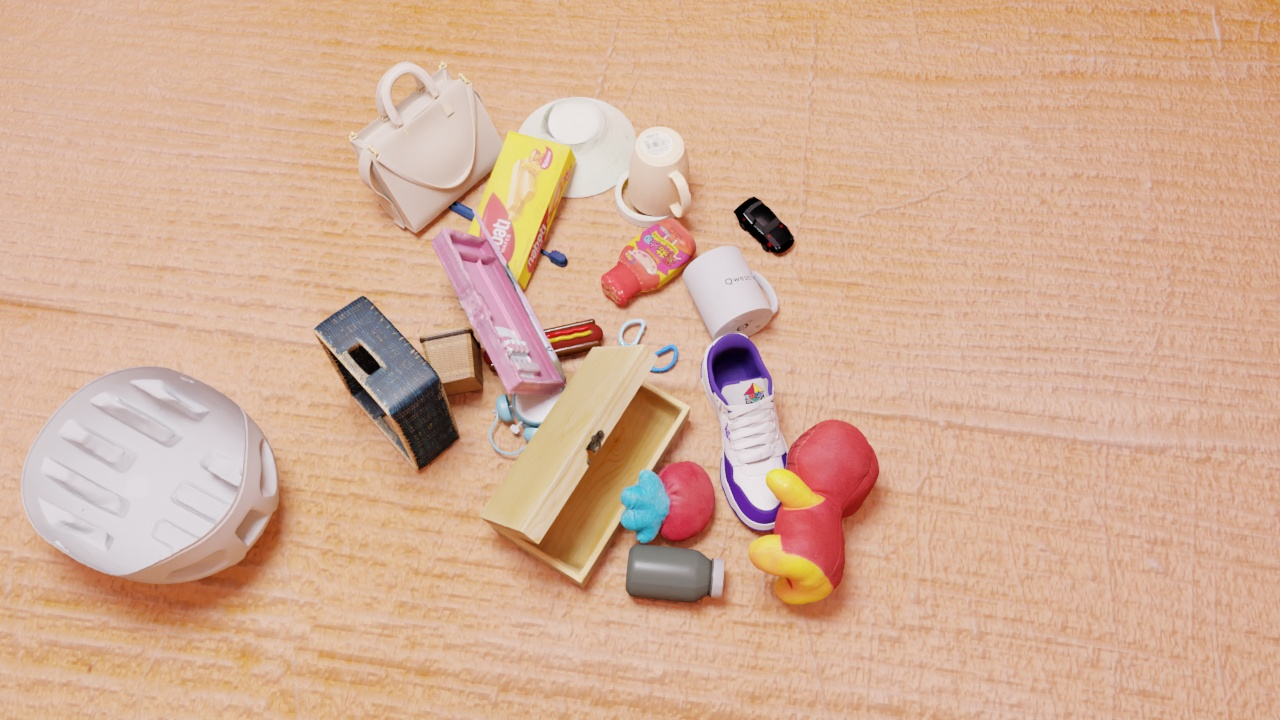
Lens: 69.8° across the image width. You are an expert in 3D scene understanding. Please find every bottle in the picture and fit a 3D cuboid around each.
[{"bbox_3d":[0.008,-0.128,1.214,0.134,0.048,0.071,-40,74,-15],"label":"bottle"},{"bbox_3d":[0.039,0.243,1.045,0.108,0.060,0.060,5,66,3],"label":"bottle"}]

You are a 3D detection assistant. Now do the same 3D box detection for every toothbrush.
[{"bbox_3d":[-0.181,-0.176,1.252,0.190,0.017,0.016,28,70,12],"label":"toothbrush"}]

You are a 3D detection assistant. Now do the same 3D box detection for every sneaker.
[{"bbox_3d":[0.131,0.074,1.091,0.092,0.111,0.244,-12,67,-5],"label":"sneaker"}]

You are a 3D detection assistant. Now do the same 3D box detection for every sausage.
[{"bbox_3d":[-0.124,-0.019,1.172,0.155,0.040,0.040,-13,67,-5],"label":"sausage"}]

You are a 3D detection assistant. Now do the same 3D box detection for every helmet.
[{"bbox_3d":[-0.547,0.131,1.028,0.282,0.184,0.223,22,62,2],"label":"helmet"}]

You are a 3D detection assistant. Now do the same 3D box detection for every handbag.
[{"bbox_3d":[-0.289,-0.299,1.203,0.101,0.198,0.194,35,70,30],"label":"handbag"}]

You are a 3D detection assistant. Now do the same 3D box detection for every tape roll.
[{"bbox_3d":[0.012,-0.229,1.274,0.094,0.019,0.094,0,66,0],"label":"tape roll"}]

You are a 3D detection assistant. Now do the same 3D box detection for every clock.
[{"bbox_3d":[-0.136,0.066,1.138,0.087,0.042,0.123,39,77,16],"label":"clock"}]

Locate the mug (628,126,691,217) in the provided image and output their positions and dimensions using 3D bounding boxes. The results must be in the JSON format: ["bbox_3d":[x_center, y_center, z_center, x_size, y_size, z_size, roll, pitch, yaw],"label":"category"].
[{"bbox_3d":[0.033,-0.242,1.211,0.085,0.104,0.111,-28,68,-11],"label":"mug"}]

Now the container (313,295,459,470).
[{"bbox_3d":[-0.289,0.030,1.070,0.071,0.188,0.145,-40,72,-20],"label":"container"}]

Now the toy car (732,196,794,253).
[{"bbox_3d":[0.169,-0.185,1.245,0.042,0.036,0.091,-38,71,-15],"label":"toy car"}]

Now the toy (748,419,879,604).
[{"bbox_3d":[0.203,0.163,1.038,0.099,0.147,0.215,10,58,33],"label":"toy"}]

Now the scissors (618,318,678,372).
[{"bbox_3d":[-0.019,-0.002,1.177,0.131,0.018,0.109,-28,70,-9],"label":"scissors"}]

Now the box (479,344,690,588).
[{"bbox_3d":[-0.067,0.110,1.067,0.142,0.179,0.248,21,68,30],"label":"box"}]

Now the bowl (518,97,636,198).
[{"bbox_3d":[-0.092,-0.318,1.293,0.176,0.058,0.176,0,66,0],"label":"bowl"}]

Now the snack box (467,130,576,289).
[{"bbox_3d":[-0.165,-0.201,1.225,0.092,0.042,0.200,18,80,12],"label":"snack box"}]

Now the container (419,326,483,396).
[{"bbox_3d":[-0.228,0.004,1.129,0.063,0.114,0.061,-12,80,-5],"label":"container"}]

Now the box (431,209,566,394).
[{"bbox_3d":[-0.157,-0.074,1.112,0.080,0.099,0.232,-40,67,25],"label":"box"}]

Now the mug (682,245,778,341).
[{"bbox_3d":[0.126,-0.085,1.185,0.119,0.083,0.096,-8,63,-35],"label":"mug"}]

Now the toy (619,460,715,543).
[{"bbox_3d":[0.031,0.165,1.063,0.132,0.062,0.092,-2,83,-32],"label":"toy"}]
